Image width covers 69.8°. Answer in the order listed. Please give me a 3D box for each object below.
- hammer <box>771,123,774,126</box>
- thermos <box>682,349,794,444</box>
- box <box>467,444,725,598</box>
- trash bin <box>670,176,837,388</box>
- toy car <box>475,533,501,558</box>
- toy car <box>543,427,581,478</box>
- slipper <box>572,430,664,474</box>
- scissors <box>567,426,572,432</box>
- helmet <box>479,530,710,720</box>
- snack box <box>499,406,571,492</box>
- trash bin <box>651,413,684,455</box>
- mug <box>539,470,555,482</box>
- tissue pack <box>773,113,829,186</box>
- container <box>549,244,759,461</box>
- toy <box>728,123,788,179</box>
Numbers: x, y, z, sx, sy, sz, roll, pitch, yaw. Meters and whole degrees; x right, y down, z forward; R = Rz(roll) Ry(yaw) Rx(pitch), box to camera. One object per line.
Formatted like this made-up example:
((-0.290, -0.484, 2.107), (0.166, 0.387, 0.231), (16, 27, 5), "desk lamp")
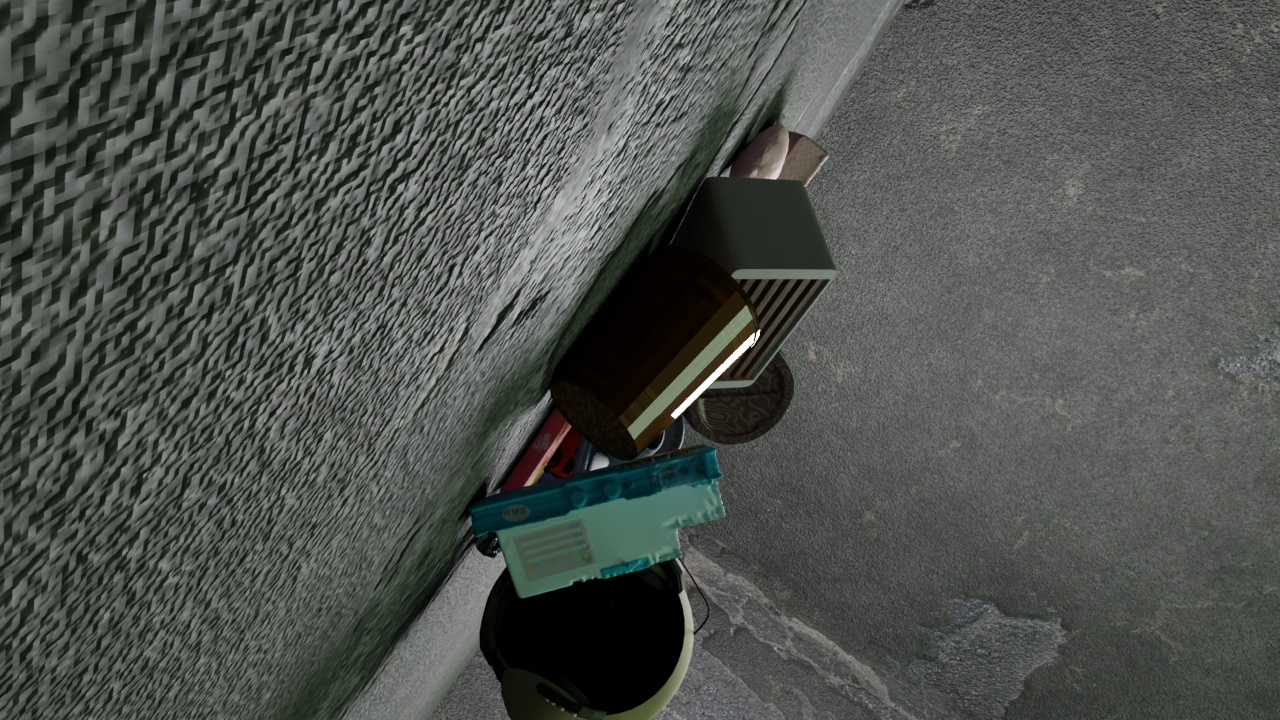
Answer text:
((0.096, -0.167, 1.211), (0.323, 0.043, 0.155), (-61, 174, 32), "hammer")
((0.114, 0.002, 1.406), (0.173, 0.172, 0.226), (-57, -152, 15), "thermos")
((-0.034, 0.140, 0.874), (0.172, 0.227, 0.083), (75, 2, -54), "box")
((0.096, -0.076, 0.992), (0.229, 0.114, 0.114), (119, -36, -54), "trash bin")
((-0.154, 0.196, 1.064), (0.048, 0.033, 0.105), (-61, 160, 10), "toy car")
((-0.079, 0.096, 1.101), (0.100, 0.049, 0.051), (-57, 176, 9), "toy car")
((-0.009, 0.062, 1.025), (0.101, 0.082, 0.264), (-47, 154, -64), "slipper")
((-0.049, 0.024, 1.072), (0.171, 0.014, 0.090), (-62, 176, -16), "scissors")
((-0.068, 0.288, 1.005), (0.249, 0.255, 0.233), (-55, 174, -24), "helmet")
((-0.097, 0.083, 0.965), (0.133, 0.021, 0.089), (-56, 177, 0), "snack box")
((-0.008, 0.102, 1.413), (0.139, 0.139, 0.249), (-56, 178, -3), "trash bin")
((-0.099, 0.177, 1.329), (0.112, 0.076, 0.074), (-58, 176, 21), "mug")
((0.181, -0.263, 1.206), (0.104, 0.071, 0.181), (-56, -171, 14), "tissue pack")
((0.008, -0.002, 0.847), (0.167, 0.132, 0.132), (-48, 173, -25), "container")
((0.128, -0.215, 1.050), (0.095, 0.053, 0.099), (-52, 177, -27), "toy")
